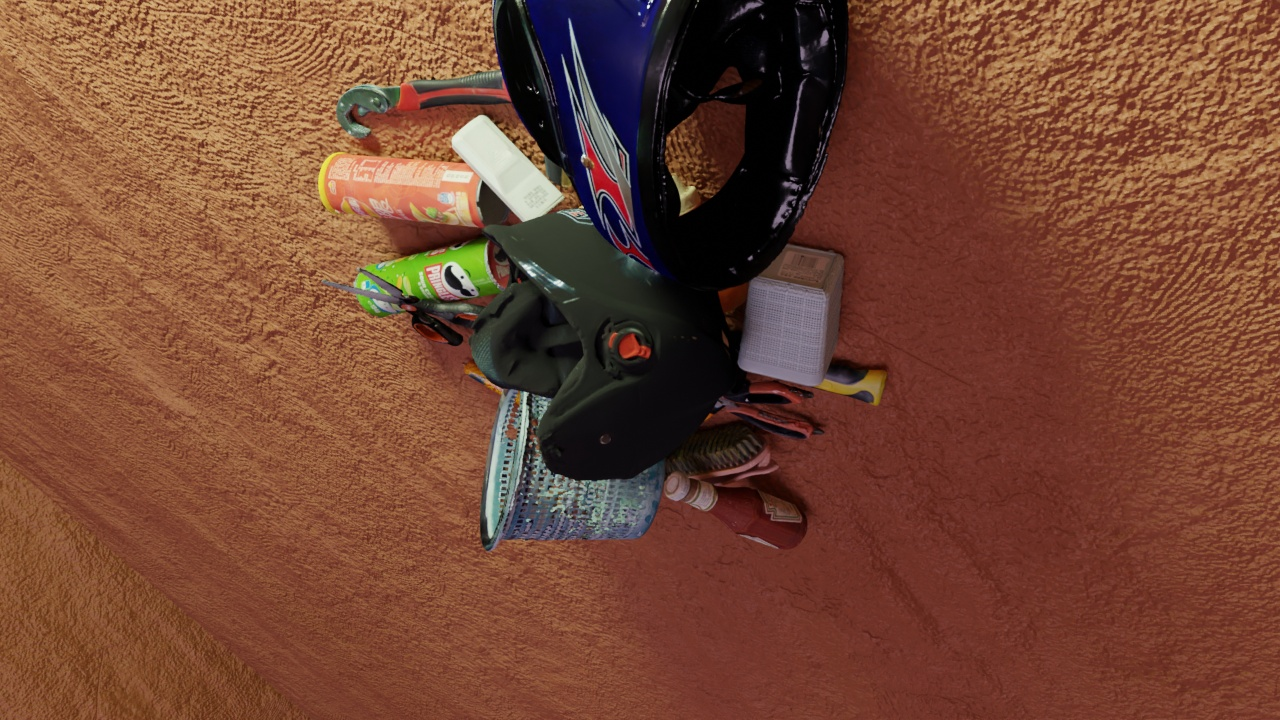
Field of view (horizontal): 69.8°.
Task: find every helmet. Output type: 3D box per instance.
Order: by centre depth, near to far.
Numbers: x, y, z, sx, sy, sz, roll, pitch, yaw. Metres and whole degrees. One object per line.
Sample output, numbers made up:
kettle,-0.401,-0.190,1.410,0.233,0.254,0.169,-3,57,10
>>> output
helmet,0.010,-0.232,0.708,0.240,0.246,0.316,40,148,36
helmet,-0.035,-0.027,0.853,0.233,0.230,0.275,40,156,54

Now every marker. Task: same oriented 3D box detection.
marker,0.091,0.055,1.110,0.018,0.015,0.124,36,136,-15

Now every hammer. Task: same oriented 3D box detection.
hammer,0.110,-0.006,1.028,0.323,0.031,0.126,15,137,16

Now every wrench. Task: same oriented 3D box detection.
wrench,-0.220,-0.275,0.963,0.274,0.016,0.056,0,130,30

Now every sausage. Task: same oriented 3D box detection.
sausage,-0.171,0.046,1.246,0.165,0.021,0.022,31,139,-1

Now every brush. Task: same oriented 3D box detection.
brush,0.098,0.122,1.138,0.146,0.063,0.073,-15,122,37

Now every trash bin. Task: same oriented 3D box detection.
trash bin,-0.081,0.134,1.142,0.195,0.226,0.227,11,142,-17

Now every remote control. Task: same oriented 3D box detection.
remote control,-0.138,-0.197,0.949,0.125,0.049,0.024,46,167,1

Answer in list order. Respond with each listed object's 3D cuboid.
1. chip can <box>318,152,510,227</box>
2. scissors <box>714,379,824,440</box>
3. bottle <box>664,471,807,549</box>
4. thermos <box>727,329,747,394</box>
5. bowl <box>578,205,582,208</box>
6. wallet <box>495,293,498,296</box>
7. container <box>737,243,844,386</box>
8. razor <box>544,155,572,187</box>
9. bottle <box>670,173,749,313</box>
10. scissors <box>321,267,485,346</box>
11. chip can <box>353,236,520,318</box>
chip can,-0.252,-0.191,1.024,0.217,0.073,0.073,8,134,22
scissors,0.109,0.048,1.057,0.227,0.015,0.189,-9,145,47
bottle,0.118,0.183,1.134,0.206,0.059,0.060,24,145,-30
thermos,-0.006,0.006,1.019,0.243,0.090,0.068,3,173,27
bowl,-0.026,-0.125,0.966,0.113,0.062,0.114,15,137,14
wallet,-0.153,-0.031,1.156,0.101,0.032,0.125,37,138,-3
container,0.153,-0.050,0.919,0.090,0.089,0.112,14,134,17
razor,-0.069,-0.238,0.894,0.067,0.062,0.168,-2,144,-11
bottle,0.059,-0.120,0.928,0.067,0.066,0.149,-11,118,37
scissors,-0.259,-0.057,1.093,0.221,0.021,0.229,8,162,-4
chip can,-0.243,-0.100,1.107,0.237,0.072,0.072,-8,126,35
